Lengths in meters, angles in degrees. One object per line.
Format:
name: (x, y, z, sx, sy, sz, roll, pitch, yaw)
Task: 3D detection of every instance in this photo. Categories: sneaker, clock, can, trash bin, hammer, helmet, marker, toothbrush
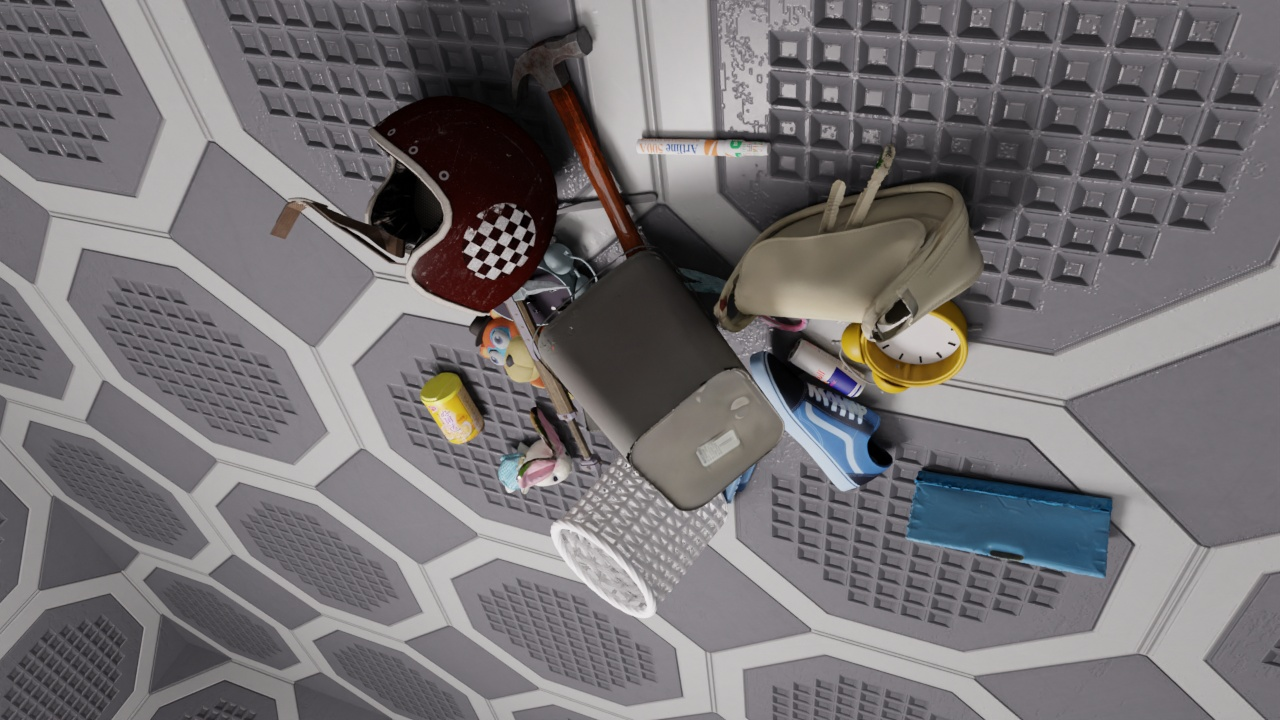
sneaker: (0.234, 0.060, 1.139, 0.098, 0.083, 0.241, -30, 117, 26)
clock: (0.296, -0.019, 1.029, 0.113, 0.051, 0.152, 42, 134, -16)
can: (0.226, 0.010, 1.111, 0.095, 0.032, 0.032, 30, 141, -2)
trash bin: (0.027, 0.026, 1.026, 0.197, 0.197, 0.220, 48, -177, -43)
hammer: (-0.048, -0.211, 1.022, 0.111, 0.028, 0.301, -4, 128, 34)
helmet: (-0.221, -0.165, 1.014, 0.233, 0.254, 0.233, 27, -171, -38)
marker: (0.065, -0.224, 0.964, 0.146, 0.017, 0.017, 7, 136, 24)
toothbrush: (-0.055, -0.183, 1.081, 0.168, 0.013, 0.013, -2, 132, 29)
can: (-0.298, 0.076, 1.457, 0.068, 0.067, 0.105, 2, 134, 28)
hammer: (-0.111, 0.028, 1.202, 0.147, 0.028, 0.317, -6, 126, 23)
clock: (-0.130, -0.101, 1.161, 0.160, 0.045, 0.122, -9, 140, 23)

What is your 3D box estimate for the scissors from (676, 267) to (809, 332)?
scissors: (0.119, -0.095, 1.078, 0.179, 0.016, 0.108, 22, 141, 12)

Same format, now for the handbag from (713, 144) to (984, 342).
handbag: (0.195, -0.106, 0.904, 0.229, 0.183, 0.132, 5, 135, 49)

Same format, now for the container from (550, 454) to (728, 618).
container: (0.000, 0.239, 1.332, 0.189, 0.186, 0.190, 32, 150, 22)

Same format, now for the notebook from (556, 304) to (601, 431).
notebook: (-0.007, 0.007, 1.201, 0.169, 0.029, 0.209, -5, 132, 6)

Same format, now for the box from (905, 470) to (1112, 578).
box: (0.455, 0.218, 1.145, 0.232, 0.109, 0.094, 8, 136, 23)

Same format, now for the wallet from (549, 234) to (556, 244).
wallet: (-0.161, -0.136, 1.186, 0.072, 0.019, 0.123, 30, 141, -10)

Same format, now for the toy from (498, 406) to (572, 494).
toy: (-0.166, 0.175, 1.472, 0.105, 0.130, 0.206, 19, 149, -14)

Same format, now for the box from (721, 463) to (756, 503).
box: (0.129, 0.130, 1.274, 0.069, 0.063, 0.210, 24, 140, 9)

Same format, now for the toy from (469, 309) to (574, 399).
toy: (-0.150, -0.019, 1.258, 0.176, 0.096, 0.112, 29, 132, 14)
